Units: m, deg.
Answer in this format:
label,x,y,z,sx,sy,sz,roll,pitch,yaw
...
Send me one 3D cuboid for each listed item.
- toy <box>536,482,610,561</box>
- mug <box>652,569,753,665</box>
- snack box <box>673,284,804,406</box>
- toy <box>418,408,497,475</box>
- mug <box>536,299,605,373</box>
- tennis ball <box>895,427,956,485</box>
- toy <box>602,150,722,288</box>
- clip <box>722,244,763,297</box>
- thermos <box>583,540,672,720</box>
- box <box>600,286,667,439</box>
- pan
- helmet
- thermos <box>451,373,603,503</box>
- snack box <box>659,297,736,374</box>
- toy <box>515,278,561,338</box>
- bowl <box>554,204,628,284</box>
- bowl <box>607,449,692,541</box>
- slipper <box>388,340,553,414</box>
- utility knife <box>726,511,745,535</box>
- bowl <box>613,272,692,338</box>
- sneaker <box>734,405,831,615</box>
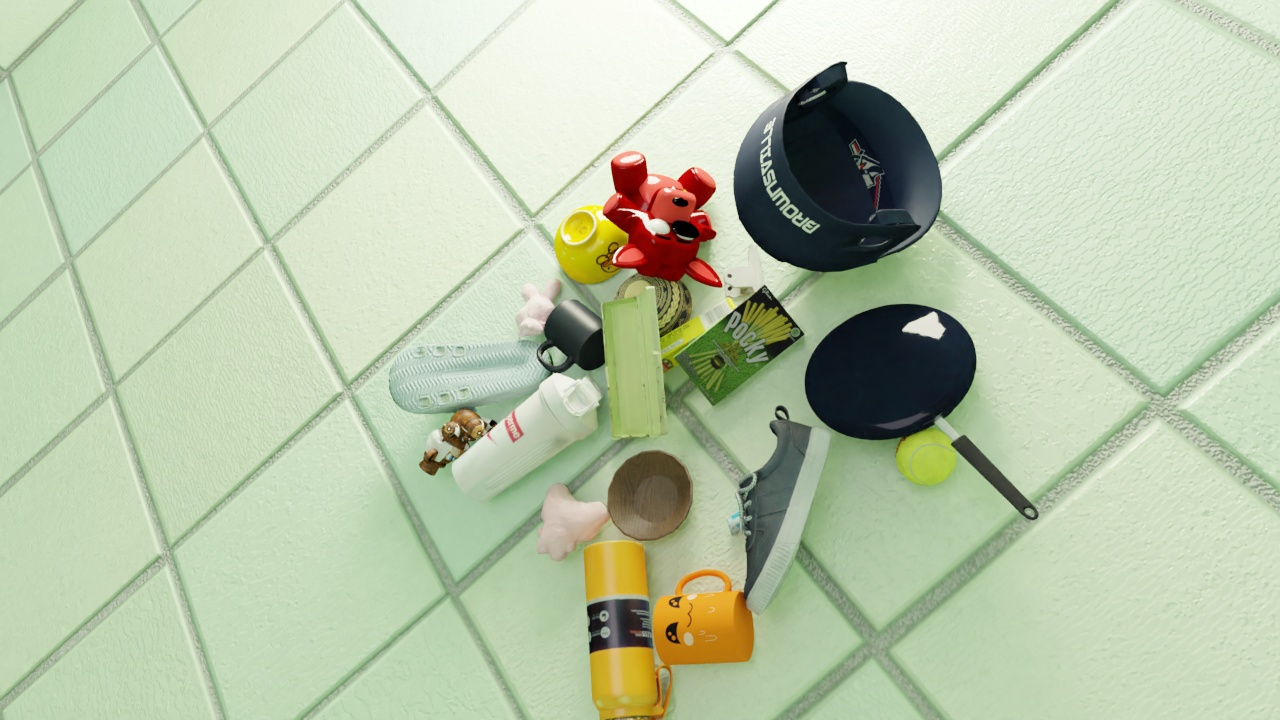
label,x,y,z,sx,sy,sz,roll,pitch,yaw
toy,-0.097,0.213,1.183,0.099,0.053,0.095,20,71,29
mug,0.075,0.293,1.060,0.096,0.078,0.112,-10,46,21
snack box,0.125,-0.019,1.171,0.147,0.025,0.080,-39,92,6
toy,-0.262,0.115,1.288,0.067,0.087,0.113,41,96,16
mug,-0.095,-0.025,1.269,0.105,0.071,0.077,-41,56,-16
tennis ball,0.319,0.107,1.025,0.065,0.065,0.065,-10,65,21
toy,0.031,-0.187,1.242,0.121,0.158,0.196,120,154,-43
clip,0.138,-0.106,1.233,0.054,0.040,0.101,-7,63,2
thermos,-0.016,0.333,1.081,0.091,0.076,0.232,-14,63,16
box,-0.001,0.007,1.181,0.141,0.047,0.187,-17,77,62
pan,0.316,0.051,1.015,0.199,0.021,0.356,-33,42,1
helmet,0.243,-0.223,1.124,0.272,0.223,0.232,-20,83,-15
thermos,-0.149,0.104,1.235,0.221,0.099,0.099,-38,58,11
snack box,0.067,-0.028,1.218,0.148,0.040,0.029,-31,58,10
toy,-0.149,-0.074,1.338,0.064,0.047,0.109,-12,49,24
bowl,-0.076,-0.177,1.334,0.117,0.067,0.117,-10,65,22
bowl,0.016,0.173,1.161,0.118,0.030,0.117,-10,65,21
slipper,-0.243,0.028,1.326,0.245,0.074,0.104,-7,66,5
utility knife,0.158,0.171,1.105,0.124,0.015,0.022,-32,71,7
bowl,0.008,-0.079,1.255,0.113,0.061,0.112,-10,65,21
sneaker,0.150,0.170,1.055,0.087,0.089,0.235,18,76,13
